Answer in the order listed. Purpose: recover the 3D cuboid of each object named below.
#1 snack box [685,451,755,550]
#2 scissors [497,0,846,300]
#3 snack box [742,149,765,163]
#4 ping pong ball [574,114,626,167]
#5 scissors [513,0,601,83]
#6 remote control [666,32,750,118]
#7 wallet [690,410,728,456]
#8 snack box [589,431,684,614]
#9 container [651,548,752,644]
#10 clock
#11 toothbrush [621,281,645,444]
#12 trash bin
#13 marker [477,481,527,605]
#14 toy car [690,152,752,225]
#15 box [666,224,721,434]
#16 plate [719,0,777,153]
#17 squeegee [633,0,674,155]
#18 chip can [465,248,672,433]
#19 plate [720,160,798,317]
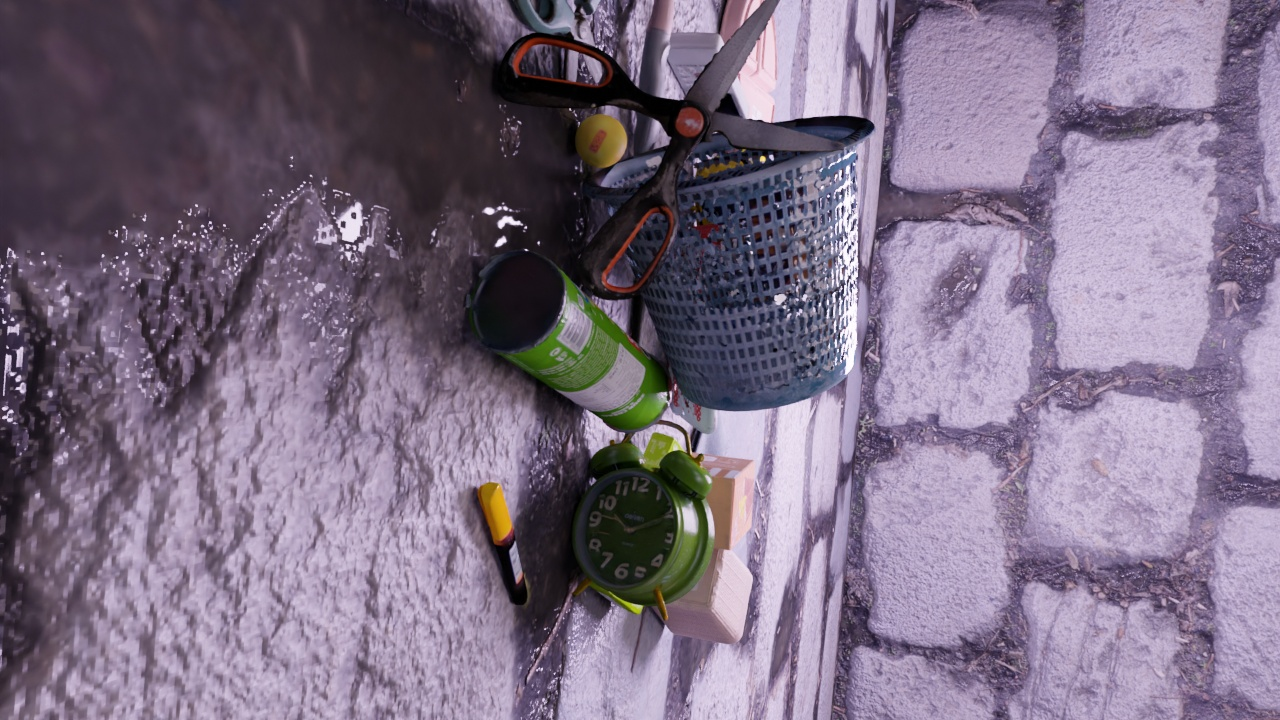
[{"bbox_3d":[0.065,0.147,0.976,0.094,0.093,0.077,-17,111,-69],"label":"snack box"},{"bbox_3d":[0.013,-0.143,0.591,0.021,0.234,0.221,-66,174,-81],"label":"scissors"},{"bbox_3d":[0.139,-0.207,1.150,0.087,0.034,0.140,-67,158,4],"label":"snack box"},{"bbox_3d":[-0.031,-0.170,0.709,0.040,0.040,0.040,6,89,-70],"label":"ping pong ball"},{"bbox_3d":[-0.045,-0.284,0.658,0.170,0.019,0.180,55,50,-61],"label":"scissors"},{"bbox_3d":[0.069,-0.283,0.930,0.150,0.058,0.021,38,62,-66],"label":"remote control"},{"bbox_3d":[0.079,0.118,1.121,0.097,0.019,0.120,67,35,-49],"label":"wallet"},{"bbox_3d":[0.006,0.155,0.870,0.156,0.026,0.086,-65,151,-20],"label":"snack box"},{"bbox_3d":[0.063,0.248,1.009,0.111,0.090,0.089,60,40,-53],"label":"container"},{"bbox_3d":[0.002,0.128,0.772,0.056,0.116,0.161,31,68,-57],"label":"clock"},{"bbox_3d":[-0.005,0.005,0.867,0.017,0.012,0.186,4,91,-76],"label":"toothbrush"},{"bbox_3d":[0.085,-0.074,0.738,0.225,0.227,0.195,-49,130,-58],"label":"trash bin"},{"bbox_3d":[-0.095,0.132,0.648,0.018,0.015,0.124,-61,152,-46],"label":"marker"},{"bbox_3d":[0.092,-0.148,1.010,0.041,0.071,0.156,-47,136,-64],"label":"toy car"},{"bbox_3d":[0.078,-0.035,0.954,0.102,0.100,0.202,-13,112,-30],"label":"box"},{"bbox_3d":[0.139,-0.354,1.151,0.229,0.028,0.229,6,90,-71],"label":"plate"},{"bbox_3d":[0.010,-0.294,0.796,0.247,0.040,0.250,-35,128,-65],"label":"squeegee"},{"bbox_3d":[-0.042,-0.005,0.672,0.236,0.072,0.072,42,56,-66],"label":"chip can"},{"bbox_3d":[0.128,-0.120,0.956,0.265,0.034,0.162,-21,113,-68],"label":"plate"}]
